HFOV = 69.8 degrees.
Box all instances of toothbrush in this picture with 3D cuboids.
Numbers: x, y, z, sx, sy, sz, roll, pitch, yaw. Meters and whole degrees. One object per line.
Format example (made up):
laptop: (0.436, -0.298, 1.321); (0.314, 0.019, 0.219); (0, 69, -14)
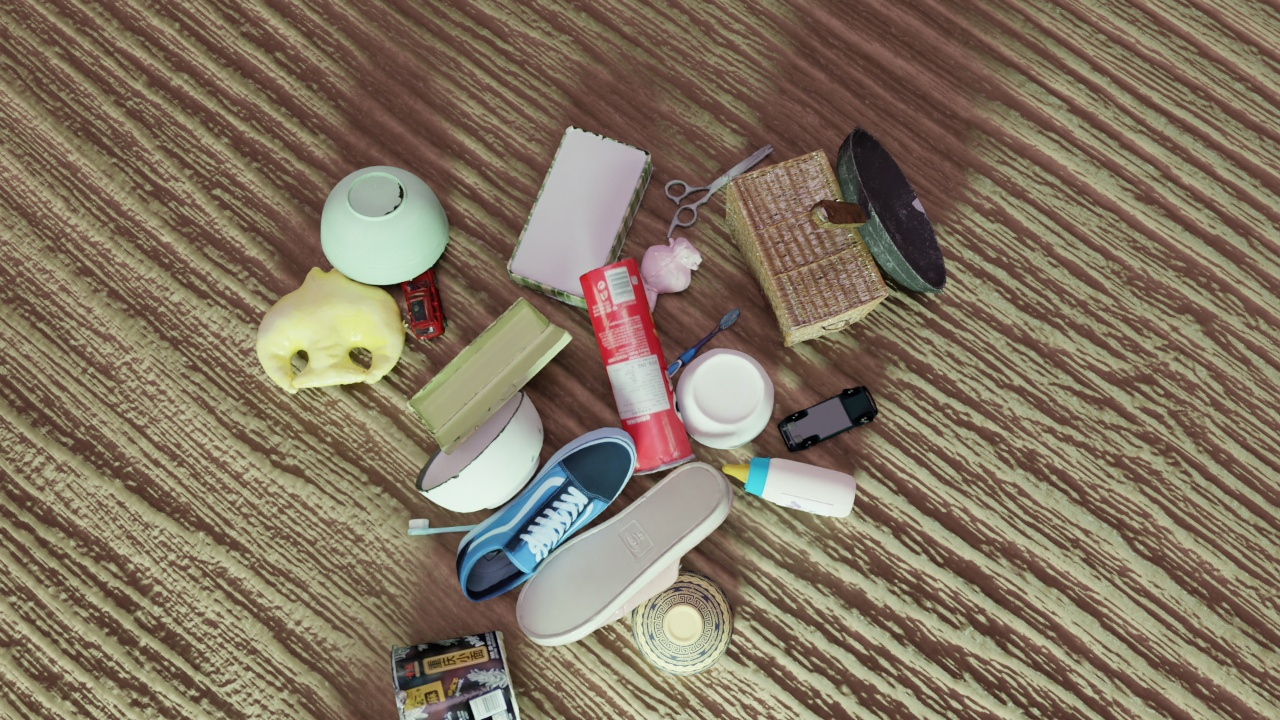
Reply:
toothbrush: (0.046, 0.001, 1.069); (0.189, 0.017, 0.016); (-41, 80, -8)
toothbrush: (-0.173, 0.185, 1.036); (0.180, 0.016, 0.016); (-2, 68, 2)

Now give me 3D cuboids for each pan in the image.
pan: (0.238, -0.151, 0.962); (0.040, 0.356, 0.207); (-28, 83, 33)

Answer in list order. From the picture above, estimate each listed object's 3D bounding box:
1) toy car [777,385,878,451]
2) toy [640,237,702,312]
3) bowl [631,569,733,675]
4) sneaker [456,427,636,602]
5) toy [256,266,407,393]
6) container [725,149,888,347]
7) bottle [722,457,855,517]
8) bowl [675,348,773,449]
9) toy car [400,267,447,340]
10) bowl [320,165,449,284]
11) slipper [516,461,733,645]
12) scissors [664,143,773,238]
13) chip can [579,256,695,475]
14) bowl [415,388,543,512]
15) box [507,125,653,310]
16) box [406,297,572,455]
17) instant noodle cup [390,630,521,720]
toy car: (0.212, 0.067, 1.041); (0.112, 0.034, 0.046); (-23, 77, -3)
toy: (0.020, -0.098, 1.079); (0.110, 0.047, 0.063); (-38, 76, 5)
bowl: (0.045, 0.281, 0.984); (0.112, 0.061, 0.112); (0, 77, 1)
sneaker: (-0.094, 0.174, 0.966); (0.241, 0.098, 0.083); (-39, 115, 9)
toy: (-0.357, -0.039, 1.065); (0.170, 0.065, 0.154); (-7, 70, -6)
container: (0.182, -0.121, 1.043); (0.114, 0.113, 0.198); (-21, 78, -3)
bottle: (0.163, 0.136, 1.019); (0.146, 0.051, 0.051); (13, 78, 4)
bowl: (0.096, 0.039, 1.035); (0.116, 0.066, 0.116); (0, 78, 1)
toy car: (-0.258, -0.069, 1.086); (0.042, 0.036, 0.091); (-15, 72, -1)
bowl: (-0.302, -0.170, 1.070); (0.151, 0.077, 0.150); (2, 62, -5)
slipper: (-0.014, 0.212, 0.986); (0.274, 0.054, 0.114); (-36, 46, 3)
scissors: (0.096, -0.206, 1.116); (0.170, 0.014, 0.094); (-13, 76, 2)
chip can: (-0.006, 0.006, 1.018); (0.073, 0.073, 0.233); (-16, 89, -2)
bowl: (-0.162, 0.106, 0.996); (0.153, 0.153, 0.073); (-44, 108, -8)
box: (-0.071, -0.171, 1.096); (0.118, 0.050, 0.205); (18, 78, 8)
box: (-0.168, 0.019, 1.034); (0.187, 0.141, 0.044); (-45, 124, -9)
instant noodle cup: (-0.186, 0.347, 0.947); (0.112, 0.137, 0.137); (-14, 77, -11)
